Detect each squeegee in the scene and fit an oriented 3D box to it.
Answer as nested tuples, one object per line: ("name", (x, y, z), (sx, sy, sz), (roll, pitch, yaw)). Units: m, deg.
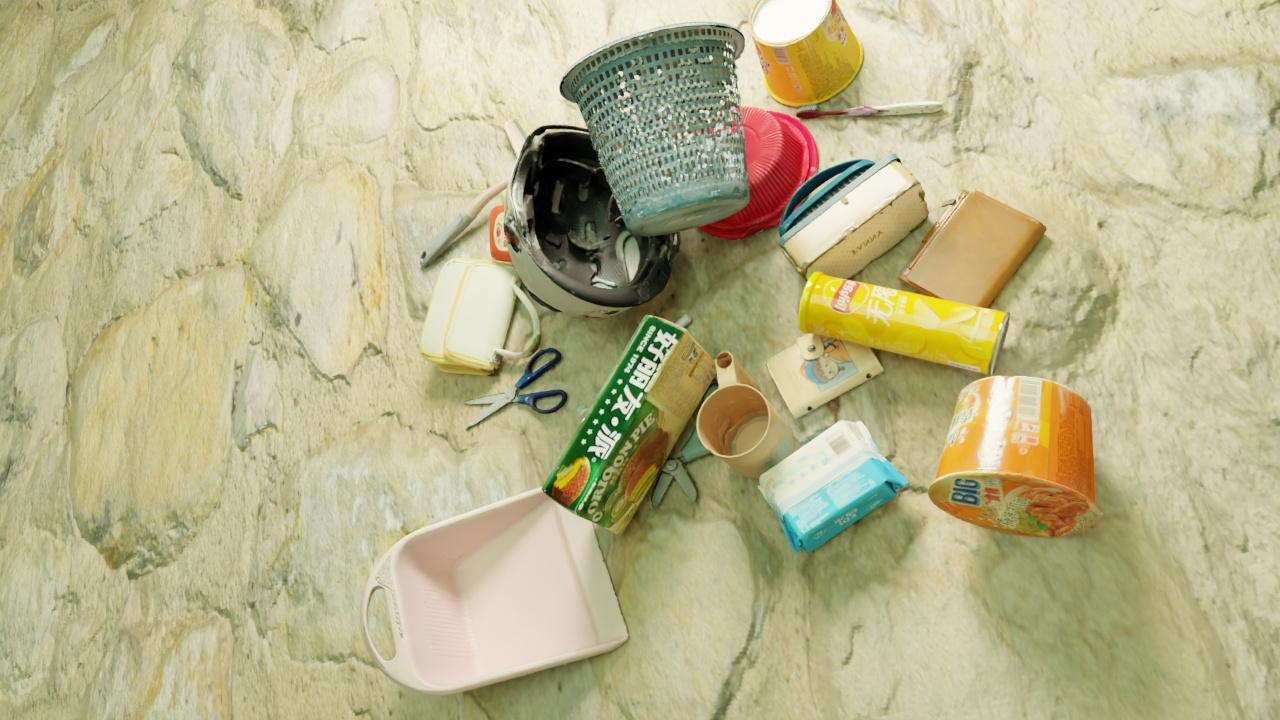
("squeegee", (-0.246, -0.225, 1.387), (0.250, 0.040, 0.247), (-37, 58, 9))

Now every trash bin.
("trash bin", (0.035, -0.258, 1.086), (0.227, 0.226, 0.195), (-14, 89, 21))

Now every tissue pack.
("tissue pack", (0.202, 0.135, 0.983), (0.140, 0.063, 0.090), (-36, 55, 8))

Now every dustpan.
("dustpan", (-0.179, 0.273, 1.076), (0.274, 0.139, 0.222), (-32, 57, 12))

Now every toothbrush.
("toothbrush", (-0.007, 0.007, 1.175), (0.189, 0.029, 0.021), (-42, 97, 3))
("toothbrush", (0.288, -0.321, 1.167), (0.188, 0.016, 0.017), (5, 61, 29))

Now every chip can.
("chip can", (0.284, -0.041, 0.999), (0.214, 0.072, 0.072), (16, 76, 25))

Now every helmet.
("helmet", (-0.080, -0.162, 1.190), (0.157, 0.229, 0.273), (-42, 52, 55))

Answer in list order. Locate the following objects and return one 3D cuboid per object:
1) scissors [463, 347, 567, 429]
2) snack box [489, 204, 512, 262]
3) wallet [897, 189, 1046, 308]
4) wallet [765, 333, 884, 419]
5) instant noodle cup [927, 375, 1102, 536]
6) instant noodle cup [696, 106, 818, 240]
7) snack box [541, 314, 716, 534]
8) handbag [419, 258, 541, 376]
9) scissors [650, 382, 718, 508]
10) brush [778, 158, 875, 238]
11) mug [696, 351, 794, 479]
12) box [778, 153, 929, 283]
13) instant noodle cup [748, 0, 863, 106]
("scissors", (-0.168, 0.039, 1.248), (0.166, 0.012, 0.156), (16, 79, 33))
("snack box", (-0.167, -0.179, 1.296), (0.080, 0.081, 0.091), (2, 93, 34))
("wallet", (0.364, -0.124, 1.029), (0.119, 0.035, 0.130), (37, 88, 32))
("wallet", (0.210, 0.005, 1.062), (0.115, 0.024, 0.087), (-31, 62, 12))
("instant noodle cup", (0.361, 0.090, 0.879), (0.152, 0.151, 0.111), (3, 63, 28))
("instant noodle cup", (0.129, -0.257, 1.191), (0.194, 0.066, 0.193), (-10, 66, 23))
("snack box", (-0.007, 0.076, 1.065), (0.063, 0.114, 0.240), (27, 83, 33))
("handbag", (-0.215, -0.062, 1.291), (0.179, 0.063, 0.163), (5, 73, 25))
("scissors", (0.046, 0.086, 1.114), (0.180, 0.019, 0.170), (-42, 55, 4))
("brush", (0.227, -0.194, 1.118), (0.144, 0.055, 0.073), (-39, 57, 7))
("mug", (0.118, 0.065, 1.033), (0.084, 0.103, 0.124), (-17, 62, 20))
("box", (0.255, -0.158, 1.070), (0.184, 0.090, 0.059), (-38, 56, 5))
("instant noodle cup", (0.208, -0.420, 1.194), (0.138, 0.110, 0.137), (-12, 63, 23))
